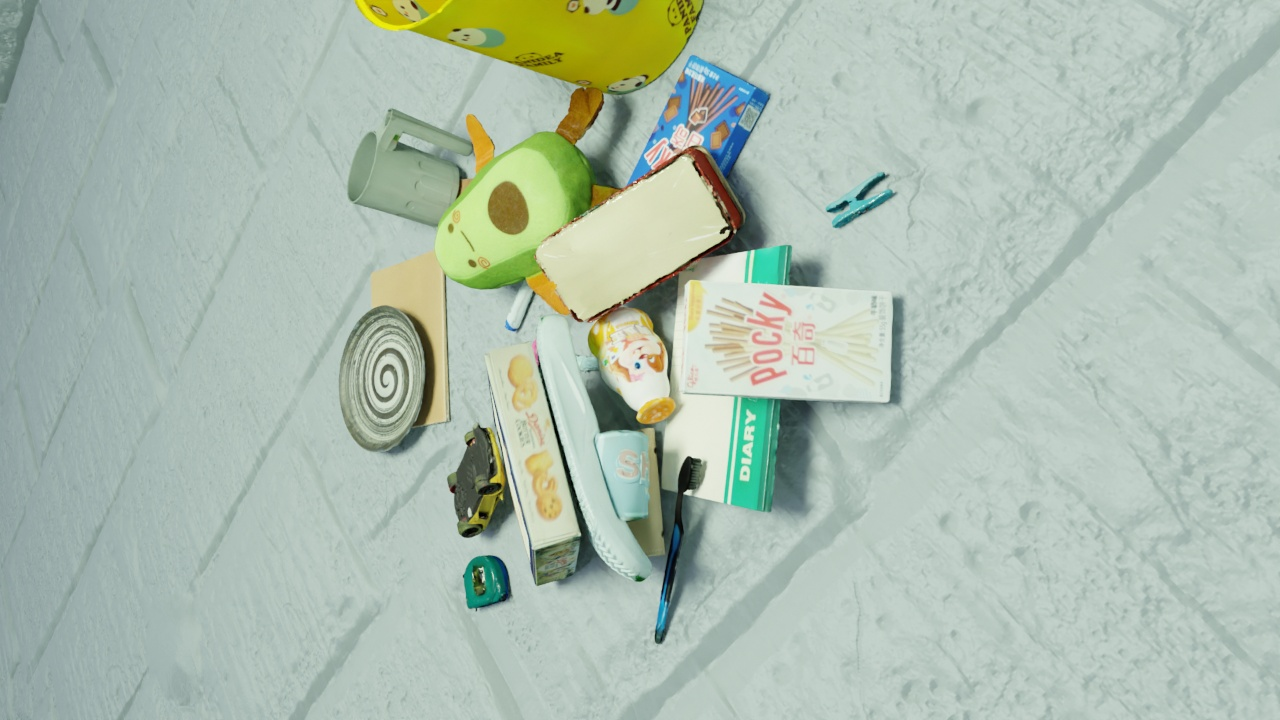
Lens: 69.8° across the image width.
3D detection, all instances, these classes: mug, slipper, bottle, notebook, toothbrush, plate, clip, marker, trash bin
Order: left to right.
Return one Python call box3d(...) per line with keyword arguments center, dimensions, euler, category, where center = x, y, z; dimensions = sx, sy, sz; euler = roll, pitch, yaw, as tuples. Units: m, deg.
box3d(center=(-0.309, 0.022, 1.110), dimensions=(0.180, 0.024, 0.179), euler=(-3, 85, 40), category="plate")
box3d(center=(-0.281, -0.021, 1.111), dimensions=(0.148, 0.008, 0.207), euler=(-11, 78, 40), category="notebook")
box3d(center=(-0.259, -0.216, 1.035), dimensions=(0.124, 0.103, 0.083), euler=(-47, 44, 33), category="mug")
box3d(center=(-0.110, -0.097, 0.964), dimensions=(0.017, 0.016, 0.146), euler=(37, 109, 37), category="marker")
box3d(center=(-0.089, -0.363, 0.813), dimensions=(0.230, 0.254, 0.229), euler=(-6, 81, 41), category="trash bin")
box3d(center=(-0.033, 0.071, 0.799), dimensions=(0.104, 0.074, 0.245), euler=(112, 141, -74), category="slipper")
box3d(center=(-0.005, 0.005, 0.826), dimensions=(0.063, 0.063, 0.108), euler=(-45, 53, 28), category="bottle")
box3d(center=(0.031, 0.167, 0.794), dimensions=(0.014, 0.016, 0.190), euler=(37, 124, 52), category="toothbrush")
box3d(center=(0.069, 0.014, 0.770), dimensions=(0.151, 0.012, 0.209), euler=(0, 85, 59), category="notebook")
box3d(center=(0.172, -0.125, 0.722), dimensions=(0.057, 0.014, 0.043), euler=(-34, 64, 35), category="clip")

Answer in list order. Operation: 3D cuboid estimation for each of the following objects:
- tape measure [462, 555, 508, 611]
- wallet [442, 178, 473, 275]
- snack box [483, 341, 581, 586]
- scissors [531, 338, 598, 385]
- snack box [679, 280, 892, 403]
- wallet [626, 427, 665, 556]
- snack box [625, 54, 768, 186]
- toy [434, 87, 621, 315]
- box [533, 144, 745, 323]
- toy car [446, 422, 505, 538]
box3d(center=(-0.166, 0.235, 0.973), dimensions=(0.058, 0.025, 0.054), euler=(-26, 70, 36), category="tape measure")
box3d(center=(-0.178, -0.152, 1.029), dimensions=(0.101, 0.020, 0.115), euler=(1, 84, 40), category="wallet")
box3d(center=(-0.100, 0.101, 0.847), dimensions=(0.183, 0.045, 0.177), euler=(106, 149, -67), category="snack box")
box3d(center=(-0.064, 0.003, 0.916), dimensions=(0.134, 0.017, 0.057), euler=(5, 83, 38), category="scissors")
box3d(center=(0.110, -0.013, 0.691), dimensions=(0.157, 0.027, 0.084), euler=(3, 87, -3), category="snack box")
box3d(center=(-0.014, 0.126, 0.849), dimensions=(0.087, 0.024, 0.115), euler=(-21, 69, 47), category="wallet")
box3d(center=(0.044, -0.187, 0.831), dimensions=(0.084, 0.026, 0.157), euler=(41, 112, 35), category="snack box")
box3d(center=(-0.114, -0.148, 0.901), dimensions=(0.247, 0.089, 0.227), euler=(-31, 77, 31), category="toy")
box3d(center=(-0.004, -0.107, 0.786), dimensions=(0.169, 0.076, 0.091), euler=(-29, 100, 22), category="box")
box3d(center=(-0.165, 0.125, 0.943), dimensions=(0.156, 0.041, 0.071), euler=(-62, 40, 47), category="toy car")
